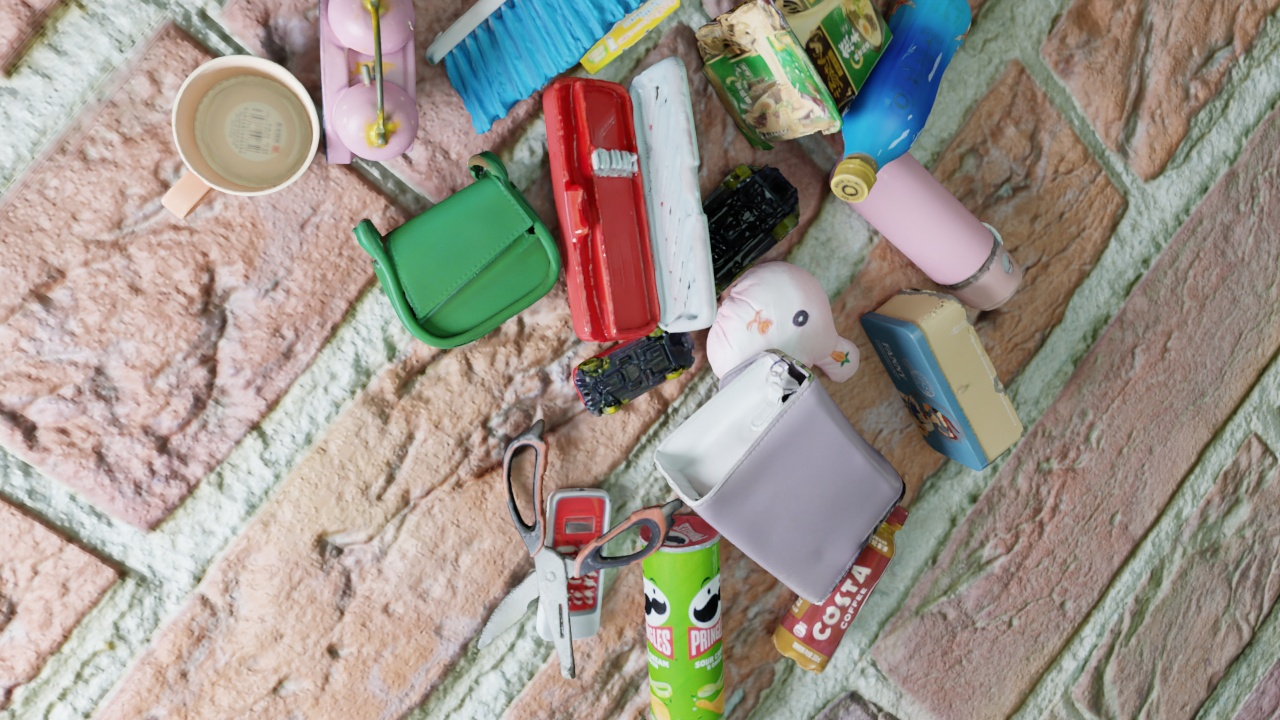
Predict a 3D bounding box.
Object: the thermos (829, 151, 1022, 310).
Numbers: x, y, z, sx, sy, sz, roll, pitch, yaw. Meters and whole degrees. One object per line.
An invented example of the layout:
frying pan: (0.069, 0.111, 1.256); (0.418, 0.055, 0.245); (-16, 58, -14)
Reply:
thermos: (0.262, -0.127, 0.821); (0.198, 0.067, 0.087); (33, 60, -22)

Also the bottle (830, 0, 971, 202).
bottle: (0.204, -0.215, 0.735); (0.065, 0.065, 0.218); (41, 62, -22)

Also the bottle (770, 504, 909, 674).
bottle: (0.191, 0.207, 0.866); (0.057, 0.057, 0.175); (32, 89, -23)

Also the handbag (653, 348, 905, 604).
handbag: (0.125, 0.098, 0.781); (0.145, 0.098, 0.197); (-44, 127, 4)

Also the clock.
clock: (-0.177, -0.187, 0.595); (0.059, 0.158, 0.117); (-2, 103, -17)

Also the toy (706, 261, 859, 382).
toy: (0.130, -0.012, 0.802); (0.159, 0.054, 0.121); (35, 90, -30)

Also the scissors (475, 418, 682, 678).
scissors: (-0.070, 0.158, 0.761); (0.223, 0.015, 0.189); (-40, 93, 10)

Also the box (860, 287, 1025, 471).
box: (0.274, 0.011, 0.839); (0.061, 0.090, 0.184); (-39, 109, -8)

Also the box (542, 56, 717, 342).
box: (0.000, -0.118, 0.683); (0.095, 0.102, 0.201); (-10, 94, -41)

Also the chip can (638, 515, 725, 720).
chip can: (0.040, 0.259, 0.815); (0.072, 0.072, 0.236); (-8, 104, -18)

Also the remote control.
remote control: (-0.057, 0.176, 0.790); (0.055, 0.020, 0.136); (3, 100, -21)

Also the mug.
mug: (-0.265, -0.139, 0.600); (0.081, 0.106, 0.114); (42, 85, -22)

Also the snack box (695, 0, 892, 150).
snack box: (0.128, -0.248, 0.723); (0.105, 0.118, 0.117); (-44, 112, -17)

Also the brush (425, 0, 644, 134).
brush: (-0.028, -0.289, 0.623); (0.315, 0.060, 0.109); (-34, 109, 17)

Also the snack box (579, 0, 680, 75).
snack box: (-0.046, -0.294, 0.673); (0.087, 0.033, 0.140); (-36, 110, 11)

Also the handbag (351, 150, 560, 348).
handbag: (-0.132, -0.079, 0.688); (0.131, 0.068, 0.120); (-32, 103, -10)

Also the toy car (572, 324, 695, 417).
toy car: (-0.005, 0.005, 0.765); (0.106, 0.031, 0.049); (-28, 110, -9)

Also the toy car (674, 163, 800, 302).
toy car: (0.065, -0.099, 0.758); (0.158, 0.042, 0.070); (-41, 87, -7)
